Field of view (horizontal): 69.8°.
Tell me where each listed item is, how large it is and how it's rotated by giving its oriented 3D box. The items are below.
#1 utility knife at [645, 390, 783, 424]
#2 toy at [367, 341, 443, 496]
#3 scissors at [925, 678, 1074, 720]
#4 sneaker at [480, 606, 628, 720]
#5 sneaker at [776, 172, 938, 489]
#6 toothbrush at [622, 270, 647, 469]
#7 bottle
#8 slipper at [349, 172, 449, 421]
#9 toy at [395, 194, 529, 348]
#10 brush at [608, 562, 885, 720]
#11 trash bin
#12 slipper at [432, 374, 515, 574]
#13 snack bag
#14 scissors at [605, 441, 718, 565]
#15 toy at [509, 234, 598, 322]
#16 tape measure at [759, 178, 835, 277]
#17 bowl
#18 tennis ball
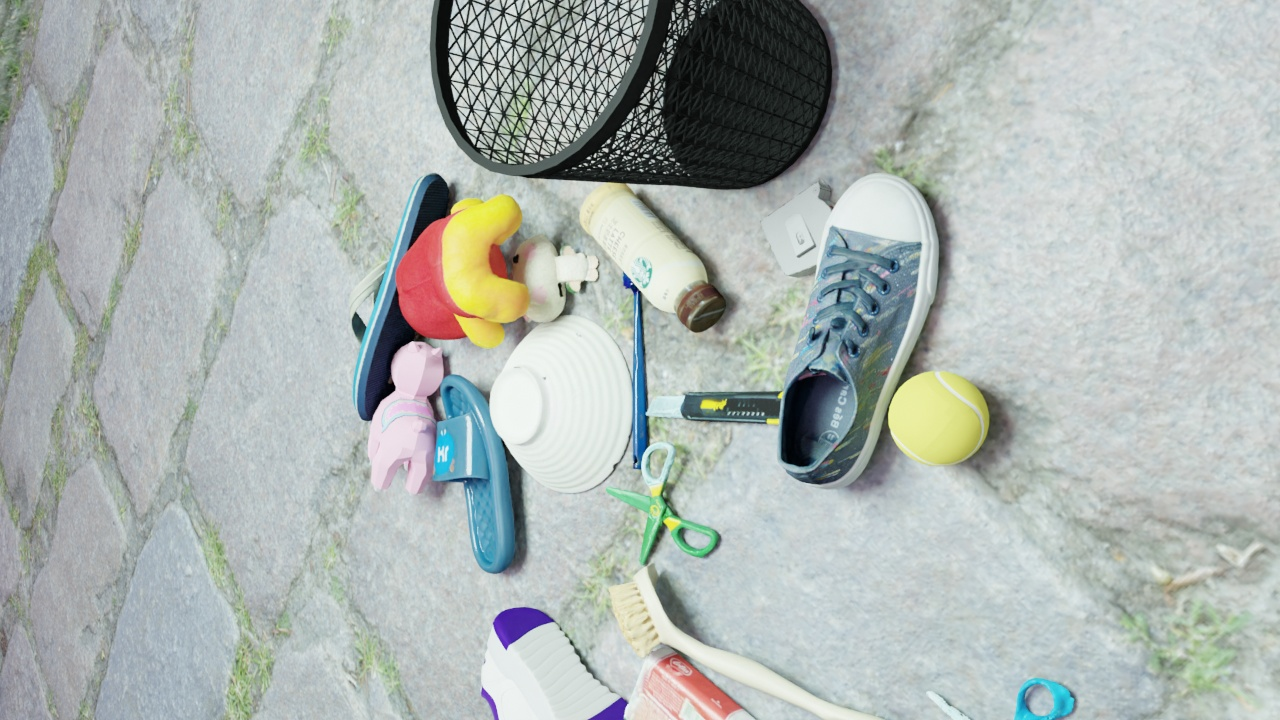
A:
[{"bbox_3d":[0.081,0.040,0.766,0.203,0.020,0.028,-3,86,42],"label":"utility knife"},{"bbox_3d":[-0.255,0.061,1.015,0.123,0.067,0.158,47,120,60],"label":"toy"},{"bbox_3d":[0.250,0.271,0.618,0.128,0.014,0.133,-48,61,30],"label":"scissors"},{"bbox_3d":[-0.076,0.349,0.855,0.244,0.091,0.111,39,114,39],"label":"sneaker"},{"bbox_3d":[0.150,-0.019,0.650,0.087,0.079,0.235,15,95,26],"label":"sneaker"},{"bbox_3d":[-0.005,0.005,0.841,0.016,0.017,0.190,-3,87,42],"label":"toothbrush"},{"bbox_3d":[0.011,-0.090,0.802,0.162,0.056,0.057,50,120,30],"label":"bottle"},{"bbox_3d":[-0.284,-0.072,1.024,0.060,0.118,0.295,19,100,3],"label":"slipper"},{"bbox_3d":[-0.182,-0.086,0.918,0.217,0.098,0.147,-9,79,62],"label":"toy"},{"bbox_3d":[0.081,0.245,0.740,0.272,0.062,0.077,21,65,35],"label":"brush"},{"bbox_3d":[0.010,-0.227,0.681,0.217,0.242,0.217,-1,89,41],"label":"trash bin"},{"bbox_3d":[-0.177,0.117,0.952,0.104,0.059,0.213,-24,78,55],"label":"slipper"},{"bbox_3d":[0.043,0.309,0.784,0.116,0.036,0.077,31,110,37],"label":"snack bag"},{"bbox_3d":[0.017,0.129,0.816,0.126,0.011,0.131,17,108,35],"label":"scissors"},{"bbox_3d":[-0.096,-0.081,0.905,0.113,0.050,0.087,-18,77,44],"label":"toy"},{"bbox_3d":[0.130,-0.101,0.722,0.060,0.020,0.062,-33,69,36],"label":"tape measure"},{"bbox_3d":[-0.095,0.042,0.885,0.178,0.070,0.177,-1,88,41],"label":"bowl"},{"bbox_3d":[0.203,0.040,0.627,0.065,0.065,0.065,-1,89,41],"label":"tennis ball"}]
